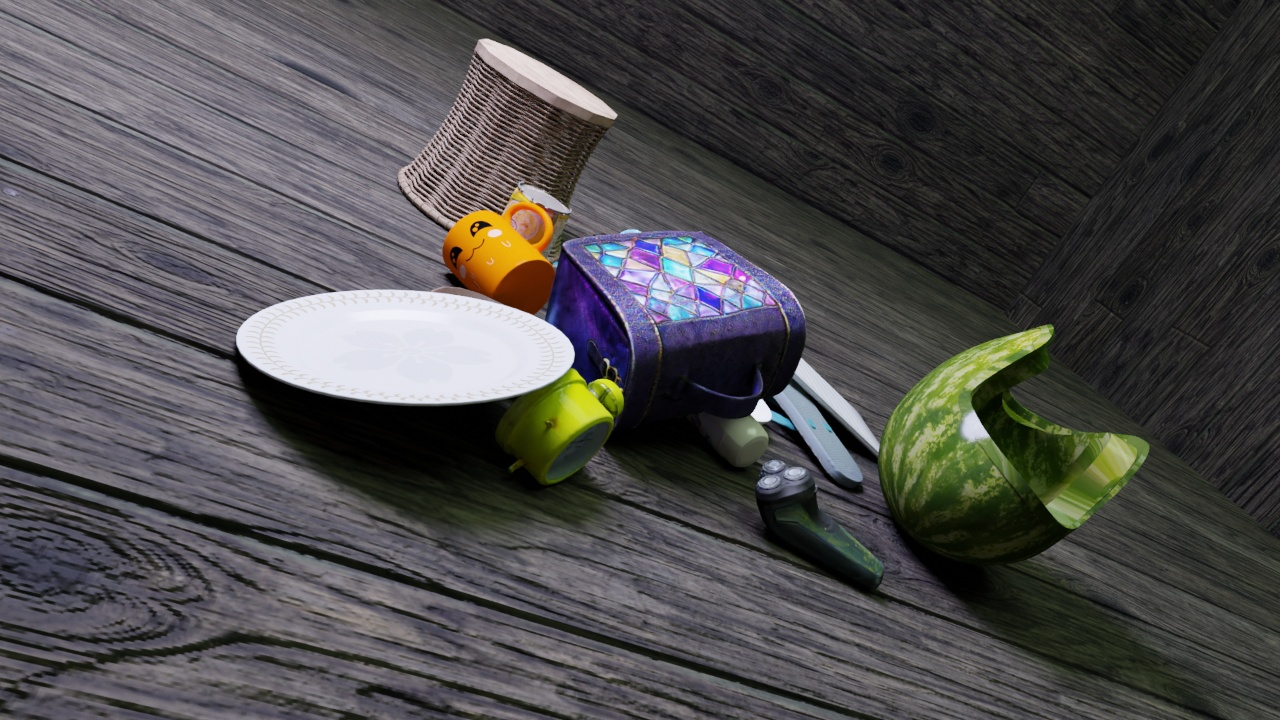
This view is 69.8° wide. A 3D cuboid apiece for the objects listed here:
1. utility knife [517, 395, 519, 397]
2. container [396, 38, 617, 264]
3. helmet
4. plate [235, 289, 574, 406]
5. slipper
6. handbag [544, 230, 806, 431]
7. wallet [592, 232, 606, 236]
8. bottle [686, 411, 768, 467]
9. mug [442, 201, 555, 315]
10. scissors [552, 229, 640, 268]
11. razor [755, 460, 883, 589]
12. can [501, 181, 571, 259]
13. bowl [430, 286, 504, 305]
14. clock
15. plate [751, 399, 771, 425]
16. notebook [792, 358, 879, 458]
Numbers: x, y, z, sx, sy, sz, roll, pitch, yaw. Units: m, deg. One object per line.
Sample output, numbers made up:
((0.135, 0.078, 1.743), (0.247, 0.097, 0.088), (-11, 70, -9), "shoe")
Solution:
((-0.163, 0.004, 0.774), (0.181, 0.015, 0.022), (20, 19, -22), "utility knife")
((-0.158, -0.263, 1.144), (0.227, 0.196, 0.226), (27, 20, -11), "container")
((0.372, 0.104, 0.983), (0.213, 0.246, 0.244), (51, -20, -3), "helmet")
((-0.171, -0.010, 0.688), (0.242, 0.016, 0.242), (7, 20, -3), "plate")
((0.169, 0.052, 1.106), (0.098, 0.055, 0.268), (4, 44, -56), "slipper")
((0.031, -0.021, 0.871), (0.204, 0.126, 0.222), (-10, 41, -35), "handbag")
((-0.008, -0.136, 1.315), (0.120, 0.031, 0.099), (20, 25, -31), "wallet")
((0.072, 0.049, 0.949), (0.051, 0.051, 0.146), (10, 29, -46), "bottle")
((-0.134, -0.109, 0.939), (0.096, 0.112, 0.077), (44, 4, 31), "mug")
((-0.036, -0.087, 1.032), (0.137, 0.134, 0.011), (53, -8, 25), "scissors")
((0.164, 0.150, 0.827), (0.151, 0.067, 0.053), (39, 34, -5), "razor")
((-0.130, -0.137, 1.021), (0.067, 0.105, 0.067), (27, 20, -11), "can")
((-0.144, -0.023, 0.836), (0.118, 0.030, 0.117), (27, 20, -11), "bowl")
((-0.058, 0.049, 0.713), (0.057, 0.083, 0.118), (44, 26, 19), "clock")
((0.097, 0.046, 1.032), (0.104, 0.026, 0.104), (28, 20, -12), "plate")
((0.239, 0.042, 1.193), (0.209, 0.009, 0.142), (41, 14, -22), "notebook")
